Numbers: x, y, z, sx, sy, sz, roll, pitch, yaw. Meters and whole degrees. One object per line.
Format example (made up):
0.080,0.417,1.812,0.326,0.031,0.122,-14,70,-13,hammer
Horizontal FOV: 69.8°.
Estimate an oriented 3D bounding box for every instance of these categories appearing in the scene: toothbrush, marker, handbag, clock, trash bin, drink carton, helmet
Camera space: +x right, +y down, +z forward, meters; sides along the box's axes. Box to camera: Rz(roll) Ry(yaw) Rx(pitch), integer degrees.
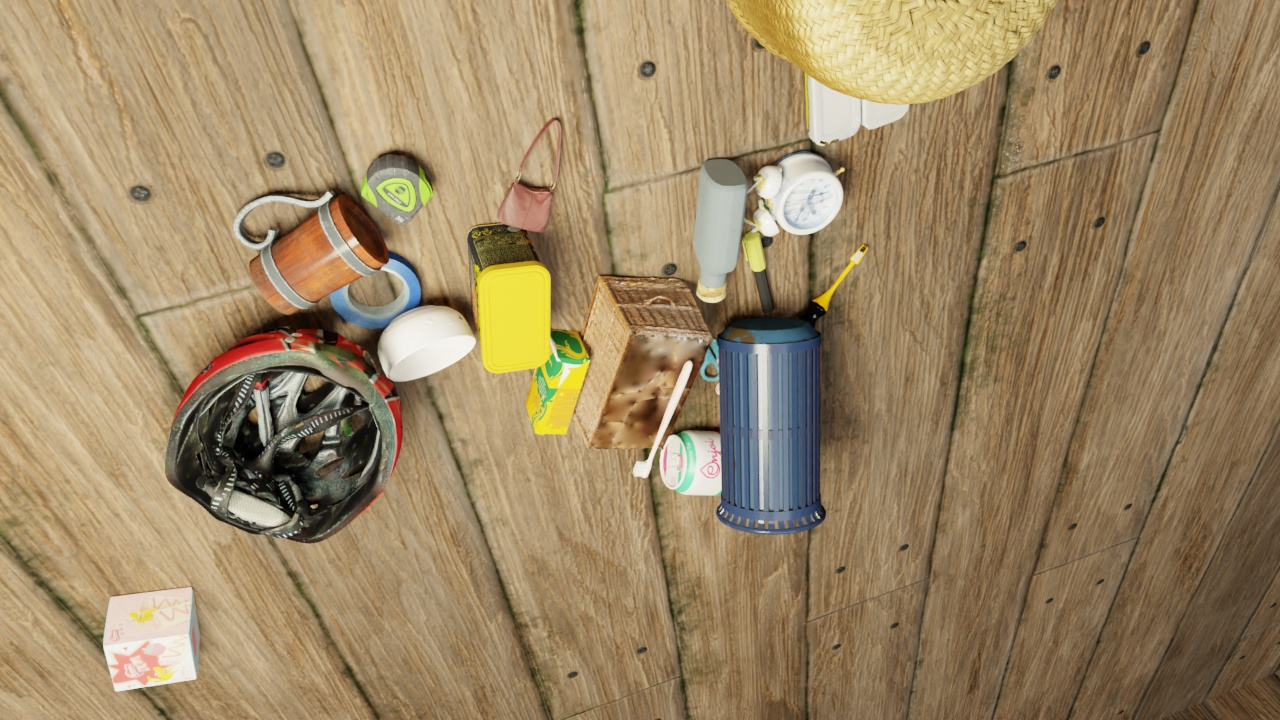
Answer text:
0.026,0.071,1.077,0.018,0.015,0.182,8,126,-21,toothbrush
0.146,-0.107,1.133,0.021,0.017,0.124,0,137,20,marker
-0.107,-0.194,0.955,0.055,0.029,0.120,10,117,-26,handbag
0.231,-0.069,1.193,0.197,0.031,0.030,-55,172,17,toothbrush
0.173,-0.188,1.057,0.125,0.052,0.089,-13,132,-8,clock
0.163,0.076,1.156,0.139,0.139,0.250,-6,103,-18,trash bin
-0.103,0.029,1.113,0.041,0.058,0.123,4,126,-25,drink carton
-0.363,0.070,0.962,0.217,0.166,0.273,32,120,-23,helmet

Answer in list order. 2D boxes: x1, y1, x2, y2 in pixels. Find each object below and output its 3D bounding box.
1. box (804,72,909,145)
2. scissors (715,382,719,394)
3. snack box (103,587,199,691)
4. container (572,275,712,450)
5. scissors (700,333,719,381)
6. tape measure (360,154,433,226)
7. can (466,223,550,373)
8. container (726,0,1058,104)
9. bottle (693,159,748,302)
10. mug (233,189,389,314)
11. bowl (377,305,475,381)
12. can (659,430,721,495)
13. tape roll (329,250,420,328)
0.234,-0.338,0.979,0.127,0.023,0.210,-18,131,-6,box
0.159,0.040,1.262,0.128,0.011,0.126,-3,128,-20,scissors
-0.610,0.349,1.150,0.094,0.079,0.093,-2,128,-20,snack box
-0.007,0.007,1.098,0.113,0.112,0.199,2,127,-24,container
0.087,-0.023,1.183,0.056,0.015,0.137,-30,126,1,scissors
-0.241,-0.174,0.908,0.059,0.035,0.065,-32,136,17,tape measure
-0.144,-0.070,0.986,0.072,0.101,0.131,-9,130,-16,can
0.232,-0.379,0.809,0.306,0.196,0.308,-9,125,-14,container
0.088,-0.141,1.043,0.046,0.072,0.161,-6,129,-11,bottle
-0.327,-0.115,0.899,0.111,0.081,0.117,-30,109,8,mug
-0.238,-0.023,1.001,0.105,0.054,0.105,-27,168,-6,bowl
0.117,0.144,1.277,0.165,0.088,0.088,5,125,-26,can
-0.283,-0.076,0.980,0.093,0.016,0.091,-12,131,-13,tape roll
